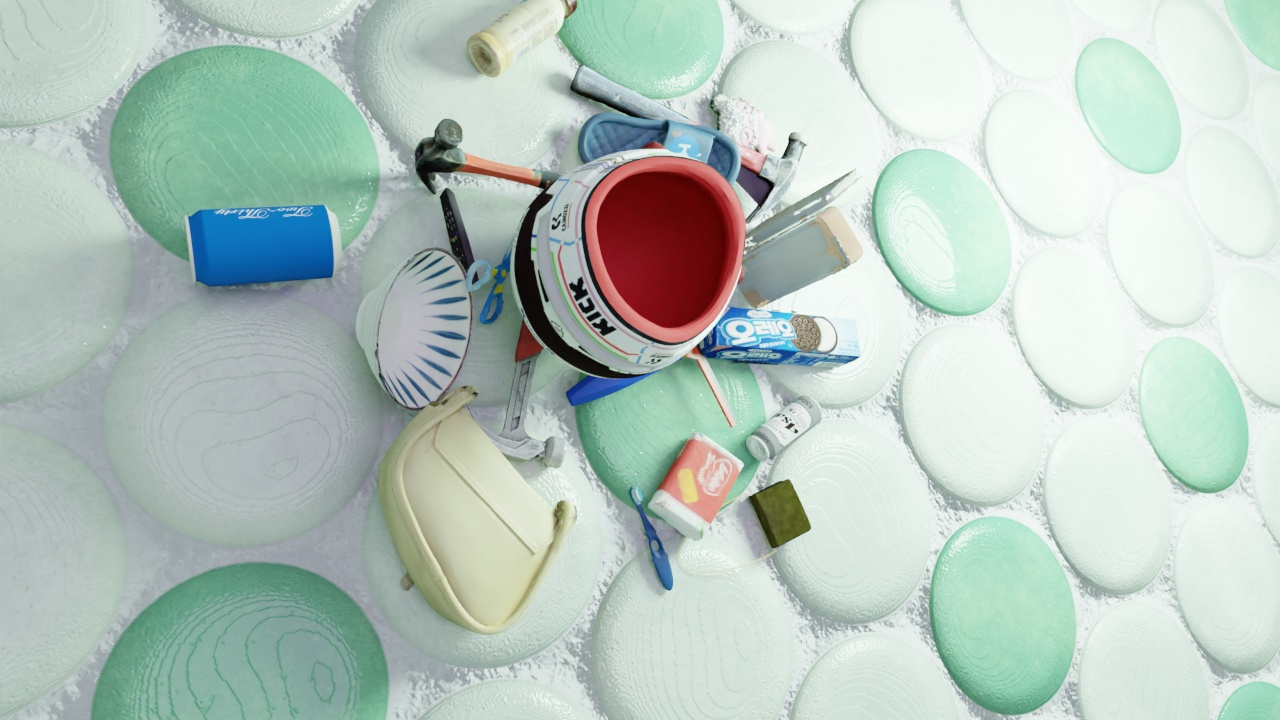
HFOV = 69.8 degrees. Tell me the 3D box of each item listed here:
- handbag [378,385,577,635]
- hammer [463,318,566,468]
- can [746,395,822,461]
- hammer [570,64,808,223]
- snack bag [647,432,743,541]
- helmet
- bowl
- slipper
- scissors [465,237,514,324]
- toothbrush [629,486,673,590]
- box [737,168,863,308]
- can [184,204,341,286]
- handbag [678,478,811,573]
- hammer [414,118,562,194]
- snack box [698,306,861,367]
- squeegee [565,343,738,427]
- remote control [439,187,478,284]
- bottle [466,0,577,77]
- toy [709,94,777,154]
[{"bbox_3d":[-0.187,0.163,0.985,0.190,0.089,0.233,-42,99,-29],"label":"handbag"},{"bbox_3d":[-0.129,-0.037,1.095,0.126,0.036,0.315,16,70,-18],"label":"hammer"},{"bbox_3d":[0.189,0.088,1.198,0.106,0.044,0.044,-32,91,-27],"label":"can"},{"bbox_3d":[0.058,-0.301,1.228,0.326,0.036,0.140,23,93,-10],"label":"hammer"},{"bbox_3d":[0.069,0.153,1.129,0.077,0.036,0.115,36,65,-5],"label":"snack bag"},{"bbox_3d":[-0.028,-0.098,1.004,0.231,0.237,0.313,55,47,-12],"label":"helmet"},{"bbox_3d":[-0.257,-0.038,0.996,0.071,0.177,0.177,10,67,21],"label":"bowl"},{"bbox_3d":[0.024,-0.261,1.181,0.213,0.059,0.104,10,98,-6],"label":"slipper"},{"bbox_3d":[-0.169,-0.110,1.075,0.019,0.105,0.131,13,70,22],"label":"scissors"},{"bbox_3d":[0.014,0.214,1.103,0.021,0.016,0.132,-18,84,-24],"label":"toothbrush"},{"bbox_3d":[0.205,-0.149,1.170,0.096,0.217,0.105,-29,92,-28],"label":"box"},{"bbox_3d":[-0.396,-0.122,0.967,0.146,0.079,0.079,-7,80,-26],"label":"can"},{"bbox_3d":[0.126,0.216,1.154,0.177,0.027,0.084,-22,85,-22],"label":"handbag"},{"bbox_3d":[-0.110,-0.215,1.111,0.332,0.133,0.033,7,73,-32],"label":"hammer"},{"bbox_3d":[0.185,-0.029,1.219,0.226,0.059,0.059,4,72,-23],"label":"snack box"},{"bbox_3d":[-0.007,0.006,1.125,0.184,0.055,0.249,-27,89,-17],"label":"squeegee"},{"bbox_3d":[-0.213,-0.140,1.077,0.010,0.039,0.124,-12,81,-31],"label":"remote control"},{"bbox_3d":[-0.147,-0.425,1.170,0.056,0.057,0.161,47,63,-7],"label":"bottle"},{"bbox_3d":[0.149,-0.327,1.290,0.108,0.041,0.095,7,73,-28],"label":"toy"}]
